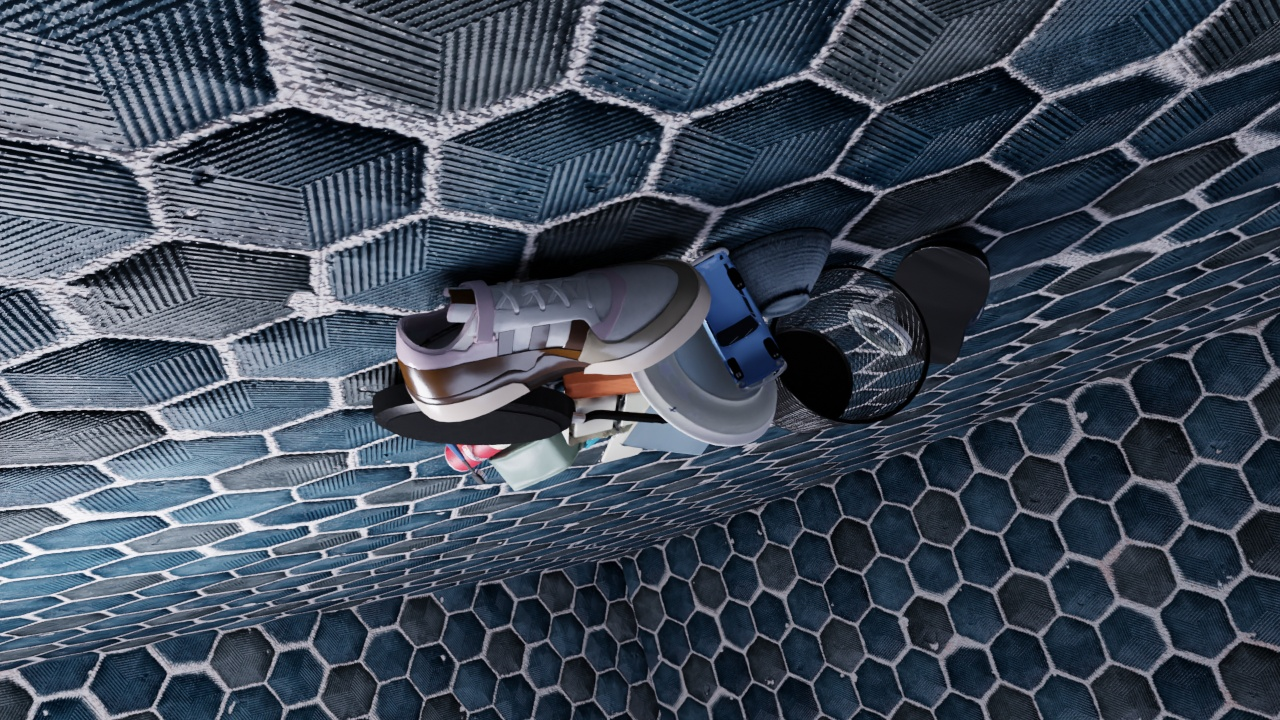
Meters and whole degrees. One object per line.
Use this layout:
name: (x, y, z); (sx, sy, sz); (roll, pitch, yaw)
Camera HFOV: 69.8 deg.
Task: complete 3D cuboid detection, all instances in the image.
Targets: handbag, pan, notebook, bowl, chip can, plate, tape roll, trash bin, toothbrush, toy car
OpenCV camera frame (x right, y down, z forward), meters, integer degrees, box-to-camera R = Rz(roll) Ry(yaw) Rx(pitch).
handbag: (-0.006, 0.007, 1.083); (0.172, 0.060, 0.109); (-6, 163, -4)
pan: (-0.127, 0.068, 1.065); (0.355, 0.034, 0.226); (6, 163, -23)
notebook: (0.082, 0.052, 1.262); (0.181, 0.009, 0.253); (-55, 153, 10)
bowl: (0.143, -0.081, 0.964); (0.137, 0.057, 0.137); (-15, 164, -5)
chip can: (-0.191, 0.094, 1.239); (0.051, 0.051, 0.215); (0, 158, -43)
plate: (0.075, 0.006, 0.981); (0.182, 0.182, 0.034); (-4, 147, -35)
tape roll: (0.316, -0.041, 1.214); (0.013, 0.093, 0.093); (-51, 167, -10)
trash bin: (0.224, 0.004, 1.128); (0.184, 0.184, 0.210); (-13, 169, -9)
toothbrush: (-0.246, 0.121, 1.229); (0.014, 0.014, 0.168); (10, 147, 28)
toy car: (0.092, -0.041, 0.926); (0.056, 0.153, 0.054); (-29, -159, 3)
handbag: (-0.140, 0.122, 1.302); (0.122, 0.067, 0.105); (-27, -159, 29)

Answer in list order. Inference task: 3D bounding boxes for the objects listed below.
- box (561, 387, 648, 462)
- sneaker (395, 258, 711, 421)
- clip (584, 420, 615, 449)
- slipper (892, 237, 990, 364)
box: (-0.041, 0.084, 1.221); (0.143, 0.044, 0.185); (-10, 134, -24)
sneaker: (-0.085, -0.046, 0.827); (0.294, 0.111, 0.116); (-16, 144, 3)
clip: (-0.065, 0.114, 1.472); (0.120, 0.030, 0.130); (-16, 164, -16)
slipper: (0.376, -0.090, 1.138); (0.109, 0.083, 0.266); (21, 159, 20)
